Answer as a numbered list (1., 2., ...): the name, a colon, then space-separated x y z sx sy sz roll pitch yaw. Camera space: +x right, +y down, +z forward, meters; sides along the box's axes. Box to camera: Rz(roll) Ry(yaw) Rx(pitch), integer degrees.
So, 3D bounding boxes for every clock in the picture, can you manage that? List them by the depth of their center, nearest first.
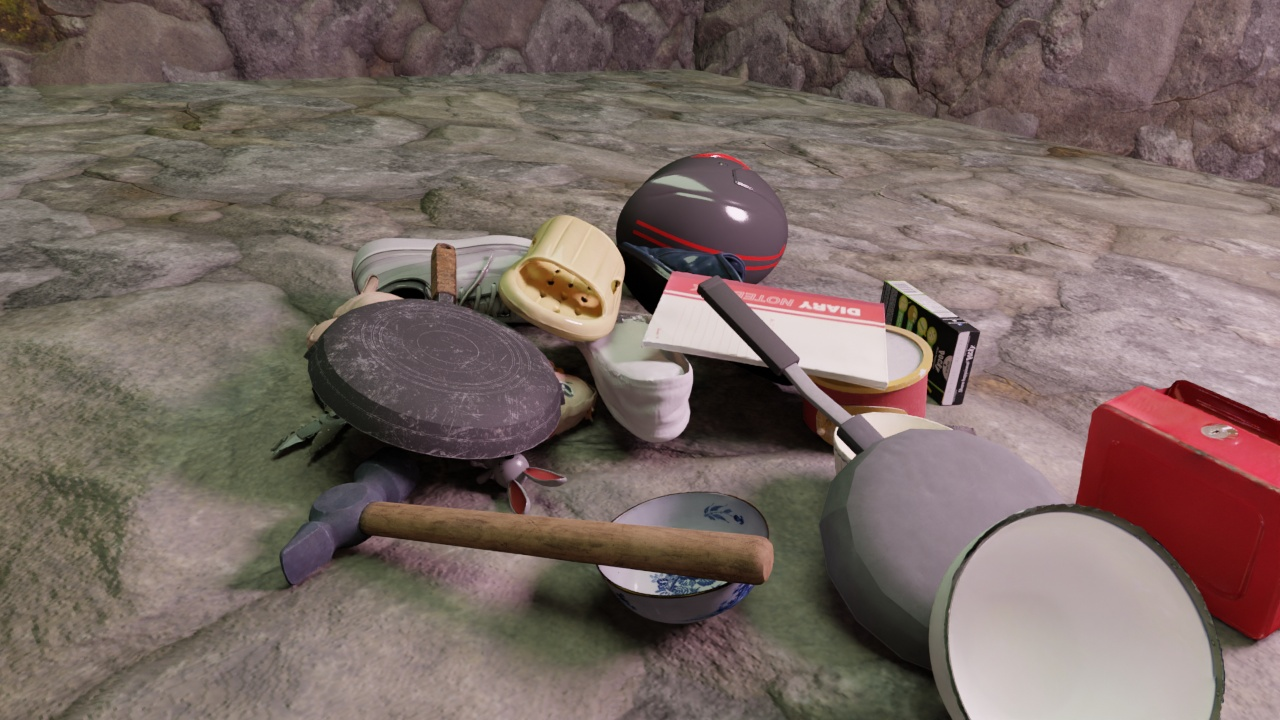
1. clock: 0.208 0.021 0.854 0.117 0.081 0.158 1 31 15

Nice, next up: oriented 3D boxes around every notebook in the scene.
1. notebook: 0.117 -0.033 0.834 0.209 0.012 0.152 10 31 8

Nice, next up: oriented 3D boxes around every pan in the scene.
1. pan: 0.157 0.056 0.641 0.178 0.041 0.357 -27 60 -26
2. pan: -0.170 -0.035 0.797 0.207 0.040 0.356 11 29 -18

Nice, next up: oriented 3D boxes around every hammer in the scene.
1. hammer: -0.075 0.112 0.587 0.322 0.040 0.129 2 25 21

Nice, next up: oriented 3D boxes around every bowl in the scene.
1. bowl: 0.227 0.161 0.507 0.153 0.153 0.073 2 -18 -7
2. bowl: 0.029 0.135 0.598 0.114 0.045 0.114 -8 23 3
3. bowl: 0.204 0.094 0.715 0.115 0.063 0.115 4 24 -2

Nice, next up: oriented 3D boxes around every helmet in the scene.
1. helmet: 0.087 -0.163 1.145 0.264 0.164 0.170 2 34 -32

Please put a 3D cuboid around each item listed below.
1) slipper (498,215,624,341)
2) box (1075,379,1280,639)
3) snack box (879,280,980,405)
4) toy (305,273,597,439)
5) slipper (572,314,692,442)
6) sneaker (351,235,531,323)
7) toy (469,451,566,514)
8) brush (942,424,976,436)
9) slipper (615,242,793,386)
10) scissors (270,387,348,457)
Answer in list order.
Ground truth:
1. slipper: -0.056 -0.095 0.892 0.111 0.079 0.261 30 20 -5
2. box: 0.406 0.103 0.658 0.112 0.135 0.157 -10 28 -32
3. snack box: 0.297 -0.022 0.970 0.025 0.080 0.147 -2 25 -15
4. toy: -0.165 -0.009 0.850 0.264 0.065 0.195 13 31 -2
5. slipper: -0.005 0.005 0.857 0.112 0.075 0.246 8 17 -17
6. sneaker: -0.182 -0.066 0.981 0.263 0.097 0.128 3 36 -6
7. toy: -0.101 0.085 0.716 0.049 0.030 0.112 -39 39 -18
8. brush: 0.286 0.093 0.796 0.039 0.012 0.151 6 25 3
9. slipper: 0.084 -0.068 0.976 0.266 0.109 0.083 31 67 36
10. scissors: -0.273 0.034 0.816 0.142 0.015 0.209 19 26 22
